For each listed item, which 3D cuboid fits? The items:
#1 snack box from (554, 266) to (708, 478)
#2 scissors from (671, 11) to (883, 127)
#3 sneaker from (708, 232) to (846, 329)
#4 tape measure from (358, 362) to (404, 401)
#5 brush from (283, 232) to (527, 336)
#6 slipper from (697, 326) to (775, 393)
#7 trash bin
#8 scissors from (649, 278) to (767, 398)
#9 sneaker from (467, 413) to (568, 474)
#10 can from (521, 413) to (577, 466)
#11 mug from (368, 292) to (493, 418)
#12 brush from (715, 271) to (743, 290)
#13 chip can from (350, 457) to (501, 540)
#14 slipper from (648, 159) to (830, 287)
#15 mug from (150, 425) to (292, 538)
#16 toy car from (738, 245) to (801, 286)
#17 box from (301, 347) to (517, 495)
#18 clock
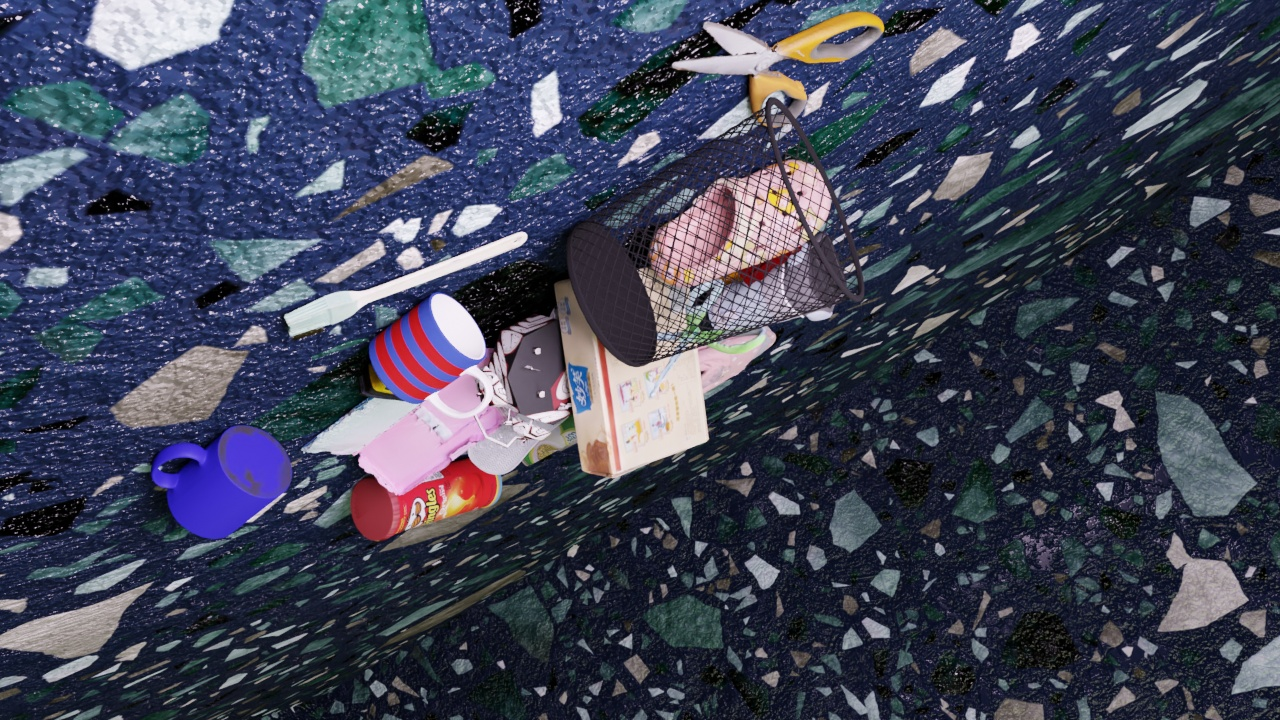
[{"bbox_3d":[-0.006,0.006,0.994,0.055,0.207,0.153,-1,-170,45],"label":"snack box"},{"bbox_3d":[0.115,-0.247,0.736,0.176,0.016,0.225,-35,163,22],"label":"scissors"},{"bbox_3d":[0.176,-0.093,1.195,0.161,0.093,0.256,-19,-173,20],"label":"sneaker"},{"bbox_3d":[-0.237,0.013,0.913,0.065,0.037,0.064,8,148,-44],"label":"tape measure"},{"bbox_3d":[-0.193,-0.069,0.778,0.217,0.012,0.033,-24,165,-22],"label":"brush"},{"bbox_3d":[0.062,0.016,1.184,0.273,0.054,0.114,-16,158,-24],"label":"slipper"},{"bbox_3d":[0.061,-0.097,0.808,0.211,0.184,0.183,-23,169,24],"label":"trash bin"},{"bbox_3d":[0.048,-0.025,0.889,0.172,0.021,0.172,1,-133,35],"label":"scissors"},{"bbox_3d":[-0.128,0.038,1.106,0.236,0.089,0.087,-49,-166,21],"label":"sneaker"},{"bbox_3d":[-0.127,0.097,1.335,0.121,0.067,0.067,-29,165,1],"label":"can"},{"bbox_3d":[-0.184,0.005,0.840,0.076,0.112,0.074,-33,180,17],"label":"mug"},{"bbox_3d":[0.126,-0.102,1.231,0.048,0.017,0.126,-30,165,6],"label":"brush"},{"bbox_3d":[-0.298,0.190,1.299,0.087,0.087,0.212,-37,164,30],"label":"chip can"},{"bbox_3d":[0.098,-0.143,0.919,0.197,0.093,0.081,-28,157,2],"label":"slipper"},{"bbox_3d":[-0.407,0.111,0.877,0.084,0.079,0.111,-35,136,22],"label":"mug"},{"bbox_3d":[0.148,-0.143,1.035,0.070,0.062,0.169,-37,-175,32],"label":"toy car"},{"bbox_3d":[-0.249,0.058,1.035,0.231,0.061,0.160,-34,136,21],"label":"box"},{"bbox_3d":[-0.111,0.026,0.977,0.065,0.115,0.154,17,-118,51],"label":"clock"}]
